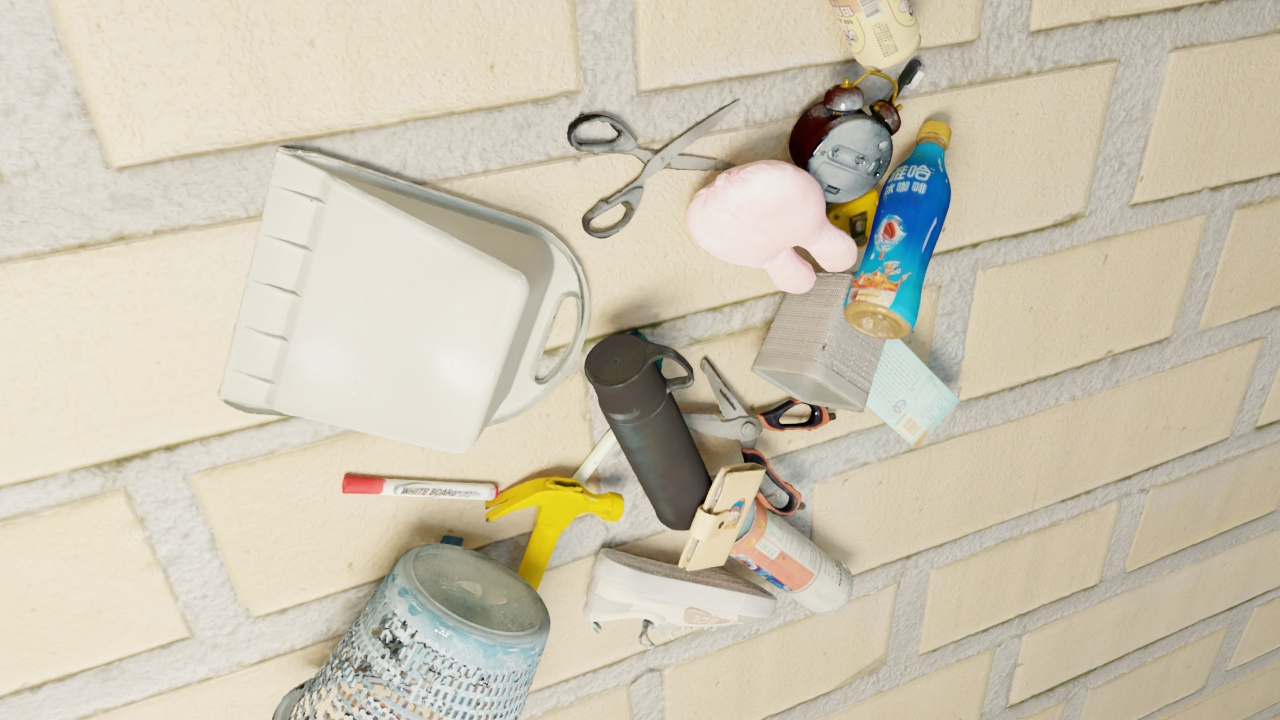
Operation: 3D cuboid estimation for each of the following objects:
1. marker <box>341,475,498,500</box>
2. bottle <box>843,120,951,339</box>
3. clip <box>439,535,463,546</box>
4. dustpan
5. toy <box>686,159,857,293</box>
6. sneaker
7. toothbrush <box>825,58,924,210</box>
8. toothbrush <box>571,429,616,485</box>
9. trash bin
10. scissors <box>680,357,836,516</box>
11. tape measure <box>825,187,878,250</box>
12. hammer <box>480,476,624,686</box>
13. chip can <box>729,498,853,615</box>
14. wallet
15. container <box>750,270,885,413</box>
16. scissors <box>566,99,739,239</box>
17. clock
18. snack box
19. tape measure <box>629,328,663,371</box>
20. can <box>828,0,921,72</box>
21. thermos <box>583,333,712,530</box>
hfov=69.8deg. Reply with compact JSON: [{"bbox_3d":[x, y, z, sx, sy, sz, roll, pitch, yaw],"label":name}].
[{"bbox_3d":[-0.201,0.119,0.849,0.145,0.017,0.017,8,114,-29],"label":"marker"},{"bbox_3d":[0.247,-0.126,0.848,0.065,0.065,0.218,38,66,-37],"label":"bottle"},{"bbox_3d":[-0.192,0.200,0.900,0.026,0.043,0.058,12,119,-34],"label":"clip"},{"bbox_3d":[-0.178,-0.037,0.774,0.257,0.142,0.223,21,109,-3],"label":"dustpan"},{"bbox_3d":[0.119,-0.117,0.825,0.122,0.054,0.159,-28,132,35],"label":"toy"},{"bbox_3d":[0.046,0.275,1.013,0.242,0.089,0.091,17,94,-29],"label":"sneaker"},{"bbox_3d":[0.209,-0.201,0.864,0.018,0.015,0.181,23,105,-44],"label":"toothbrush"},{"bbox_3d":[-0.036,0.091,0.912,0.190,0.020,0.029,-51,170,10],"label":"toothbrush"},{"bbox_3d":[-0.187,0.285,0.831,0.226,0.226,0.195,22,102,-34],"label":"trash bin"},{"bbox_3d":[0.124,0.081,0.964,0.226,0.015,0.189,-9,103,-30],"label":"scissors"},{"bbox_3d":[0.208,-0.134,0.894,0.060,0.029,0.057,-27,127,-9],"label":"tape measure"},{"bbox_3d":[-0.124,0.244,0.940,0.128,0.032,0.301,14,115,-18],"label":"hammer"},{"bbox_3d":[0.162,0.223,1.054,0.071,0.071,0.214,-47,127,5],"label":"chip can"},{"bbox_3d":[0.082,0.159,0.926,0.087,0.024,0.115,6,111,-52],"label":"wallet"},{"bbox_3d":[0.181,-0.022,0.893,0.090,0.090,0.114,29,79,-35],"label":"container"},{"bbox_3d":[0.011,-0.173,0.787,0.159,0.014,0.180,35,97,-39],"label":"scissors"},{"bbox_3d":[0.183,-0.198,0.815,0.082,0.055,0.122,13,125,-29],"label":"clock"},{"bbox_3d":[0.272,0.023,1.003,0.174,0.051,0.074,36,97,-37],"label":"snack box"},{"bbox_3d":[-0.005,0.005,0.873,0.058,0.025,0.054,-45,126,5],"label":"tape measure"},{"bbox_3d":[0.189,-0.304,0.766,0.058,0.058,0.116,-41,128,0],"label":"can"},{"bbox_3d":[0.025,0.073,0.865,0.090,0.068,0.243,-9,140,12],"label":"thermos"}]
